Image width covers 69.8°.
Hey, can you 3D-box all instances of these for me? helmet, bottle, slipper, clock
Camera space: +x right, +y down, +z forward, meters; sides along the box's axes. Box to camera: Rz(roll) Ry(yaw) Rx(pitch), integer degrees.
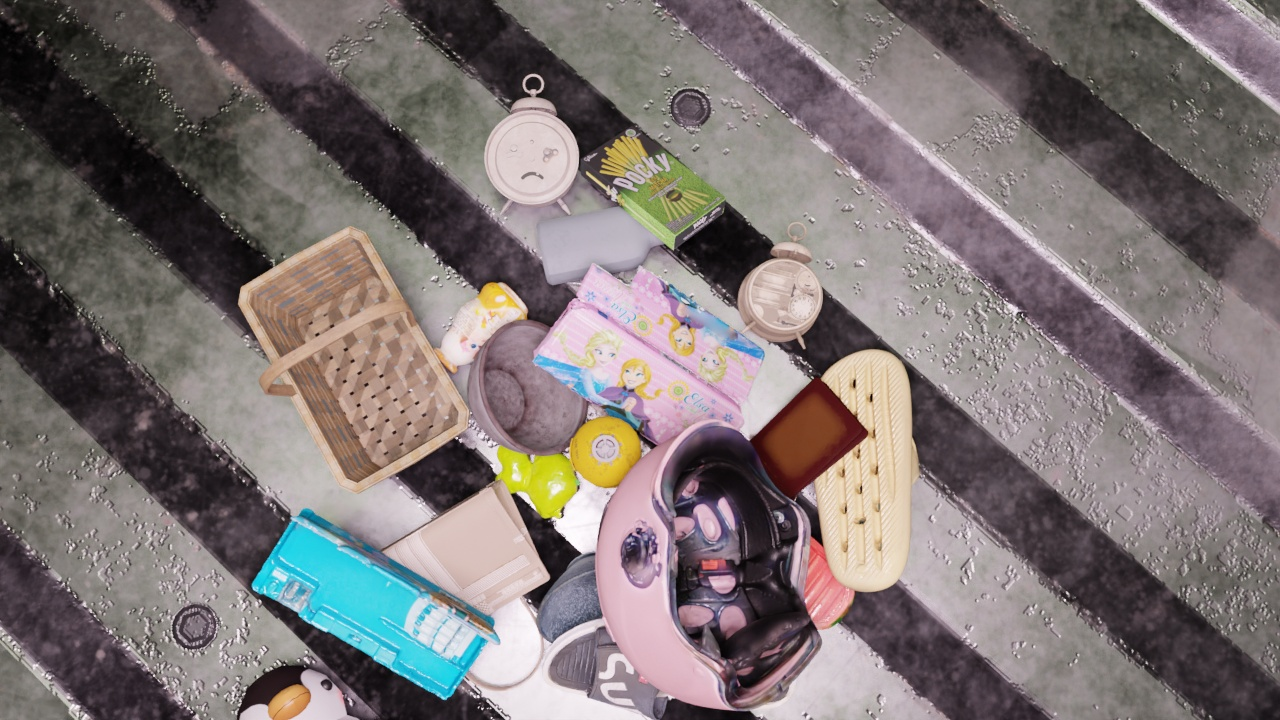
[{"bbox_3d":[0.051,0.189,0.852,0.153,0.229,0.255,-17,85,40],"label":"helmet"},{"bbox_3d":[-0.035,0.095,0.936,0.071,0.164,0.071,0,81,-1],"label":"bottle"},{"bbox_3d":[0.241,0.118,0.977,0.111,0.079,0.261,-9,62,27],"label":"slipper"},{"bbox_3d":[0.162,-0.088,1.021,0.093,0.054,0.140,14,84,1],"label":"clock"},{"bbox_3d":[-0.031,-0.134,1.028,0.161,0.046,0.072,-11,71,-2],"label":"bottle"},{"bbox_3d":[-0.120,-0.244,1.039,0.103,0.061,0.157,0,89,-1],"label":"clock"},{"bbox_3d":[0.030,0.324,0.934,0.264,0.063,0.111,6,118,-3],"label":"slipper"},{"bbox_3d":[0.114,0.189,0.977,0.249,0.059,0.103,36,81,3],"label":"slipper"},{"bbox_3d":[-0.176,-0.034,1.004,0.109,0.063,0.063,-43,84,-8],"label":"bottle"}]

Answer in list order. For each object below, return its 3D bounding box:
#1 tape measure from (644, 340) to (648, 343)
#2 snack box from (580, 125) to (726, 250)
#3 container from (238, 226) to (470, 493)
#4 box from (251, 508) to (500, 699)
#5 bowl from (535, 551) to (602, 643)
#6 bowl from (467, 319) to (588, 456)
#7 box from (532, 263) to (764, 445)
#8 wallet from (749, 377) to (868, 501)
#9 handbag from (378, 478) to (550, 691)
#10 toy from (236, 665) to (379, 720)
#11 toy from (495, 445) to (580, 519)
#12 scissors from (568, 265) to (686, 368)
[{"bbox_3d":[-0.006,0.006,1.013,0.058,0.038,0.058,31,82,4],"label":"tape measure"},{"bbox_3d":[0.013,-0.194,1.019,0.080,0.025,0.147,-39,68,-24],"label":"snack box"},{"bbox_3d":[-0.292,-0.004,0.936,0.157,0.186,0.250,-31,83,-5],"label":"container"},{"bbox_3d":[-0.247,0.224,0.894,0.227,0.171,0.085,33,41,-7],"label":"box"},{"bbox_3d":[-0.046,0.238,0.959,0.137,0.137,0.057,-18,43,-3],"label":"bowl"},{"bbox_3d":[-0.130,0.035,0.975,0.144,0.067,0.144,19,63,-42],"label":"bowl"},{"bbox_3d":[0.020,-0.001,0.968,0.230,0.063,0.160,33,85,-17],"label":"box"},{"bbox_3d":[0.175,0.086,0.979,0.116,0.018,0.091,-44,50,11],"label":"wallet"},{"bbox_3d":[-0.175,0.255,0.962,0.176,0.062,0.198,-31,91,3],"label":"handbag"},{"bbox_3d":[-0.330,0.397,0.923,0.158,0.140,0.184,-31,71,-38],"label":"toy"},{"bbox_3d":[-0.111,0.126,0.996,0.093,0.036,0.094,-3,78,5],"label":"toy"},{"bbox_3d":[-0.006,-0.045,1.034,0.117,0.014,0.161,-20,79,-5],"label":"scissors"}]
